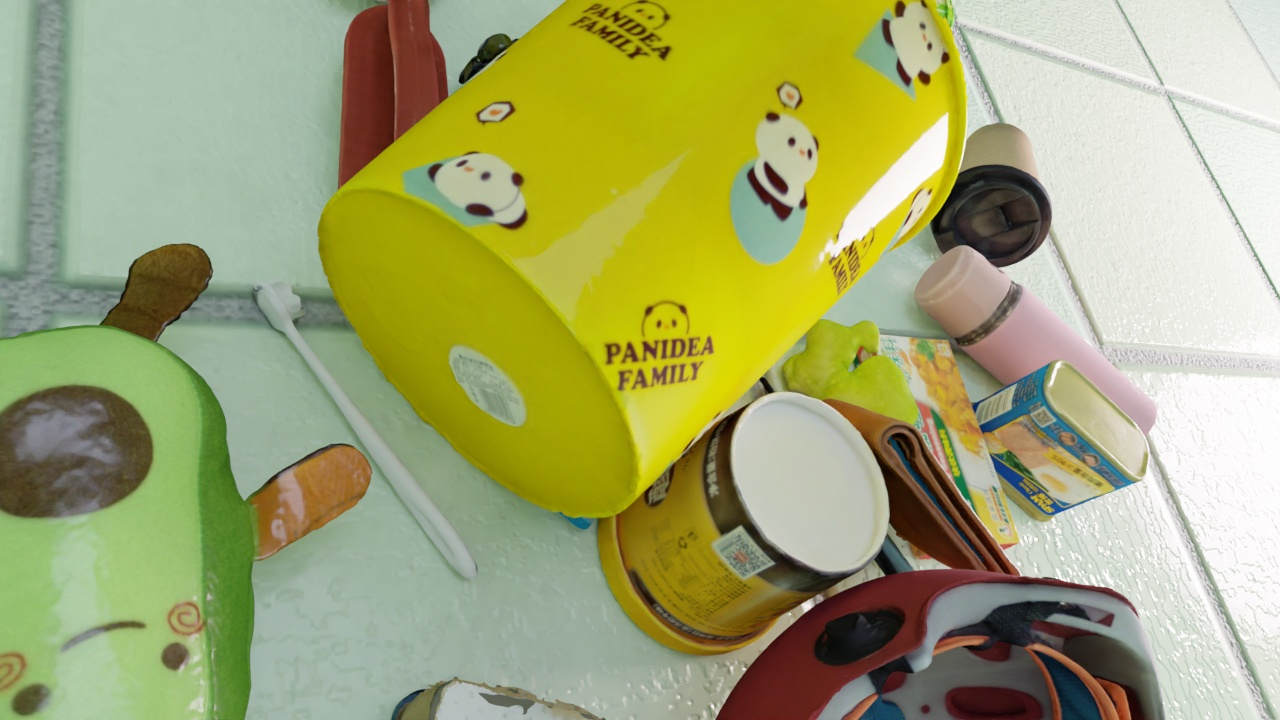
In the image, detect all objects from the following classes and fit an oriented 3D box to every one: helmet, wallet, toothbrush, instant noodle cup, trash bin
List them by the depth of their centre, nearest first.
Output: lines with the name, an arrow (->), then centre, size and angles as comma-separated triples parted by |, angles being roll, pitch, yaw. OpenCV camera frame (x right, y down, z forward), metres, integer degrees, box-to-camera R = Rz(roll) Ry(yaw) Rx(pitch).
helmet -> 0.114, 0.199, 0.422 | 0.239, 0.144, 0.207 | -16, 97, -19
toothbrush -> -0.133, 0.032, 0.450 | 0.180, 0.016, 0.016 | 53, 44, 6
trash bin -> 0.002, -0.075, 0.459 | 0.229, 0.230, 0.254 | 45, 59, -2
instant noodle cup -> 0.055, 0.081, 0.473 | 0.118, 0.115, 0.118 | 14, 57, -24
wallet -> 0.152, 0.076, 0.519 | 0.035, 0.130, 0.119 | -41, 95, -1

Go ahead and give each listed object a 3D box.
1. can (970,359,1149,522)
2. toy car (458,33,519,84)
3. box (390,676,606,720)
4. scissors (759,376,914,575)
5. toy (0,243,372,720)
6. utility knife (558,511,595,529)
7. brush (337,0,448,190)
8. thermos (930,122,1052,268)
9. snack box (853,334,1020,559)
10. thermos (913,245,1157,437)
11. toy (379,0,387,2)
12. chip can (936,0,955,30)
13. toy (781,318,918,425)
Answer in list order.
can -> 0.294, 0.058, 0.655 | 0.102, 0.083, 0.057 | 41, 50, -5
toy car -> -0.047, -0.181, 0.608 | 0.157, 0.042, 0.070 | -25, 79, -40
box -> -0.066, 0.212, 0.360 | 0.089, 0.061, 0.183 | 23, 52, -20
scissors -> 0.122, 0.079, 0.561 | 0.143, 0.019, 0.180 | 45, 10, -50
toy -> -0.211, 0.061, 0.336 | 0.226, 0.090, 0.246 | -14, 68, -30
utility knife -> -0.003, 0.003, 0.544 | 0.034, 0.018, 0.217 | 29, 52, -3
brush -> -0.135, -0.146, 0.515 | 0.063, 0.069, 0.145 | 8, 60, -30
thermos -> 0.298, -0.144, 0.778 | 0.093, 0.093, 0.142 | 37, 42, -8
snack box -> 0.202, 0.057, 0.636 | 0.077, 0.027, 0.155 | 3, 62, -29
thermos -> 0.303, -0.010, 0.719 | 0.198, 0.067, 0.087 | 39, 19, -5
toy -> -0.160, -0.294, 0.595 | 0.121, 0.054, 0.159 | 50, 50, -7
chip can -> 0.181, -0.311, 0.807 | 0.220, 0.073, 0.072 | -1, 65, -33
toy -> 0.141, 0.022, 0.602 | 0.100, 0.031, 0.096 | 33, 82, 9
